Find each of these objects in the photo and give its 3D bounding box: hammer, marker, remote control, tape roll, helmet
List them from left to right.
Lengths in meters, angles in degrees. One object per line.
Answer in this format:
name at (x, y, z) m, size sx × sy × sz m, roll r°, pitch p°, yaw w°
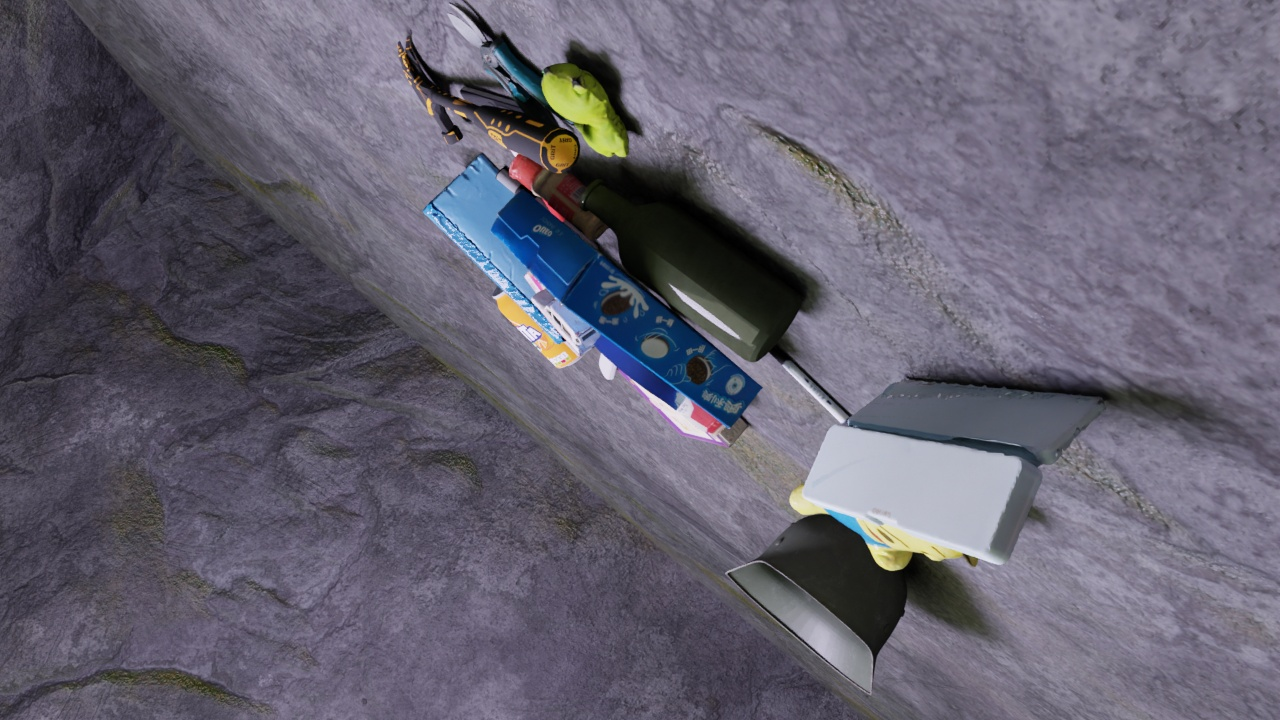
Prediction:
hammer at (-0.147, -0.227, 0.844) m, size 0.321 × 0.036 × 0.123 m, roll 35°, pitch 159°, yaw 50°
remote control at (-0.124, -0.233, 0.881) m, size 0.147 × 0.008 × 0.045 m, roll 29°, pitch 161°, yaw 42°
marker at (-0.110, -0.189, 0.947) m, size 0.013 × 0.012 × 0.142 m, roll 32°, pitch 167°, yaw 32°
marker at (-0.103, -0.164, 1.019) m, size 0.140 × 0.016 × 0.016 m, roll 40°, pitch 166°, yaw 4°
remote control at (-0.038, -0.020, 1.195) m, size 0.131 × 0.012 × 0.033 m, roll 106°, pitch 142°, yaw -57°
tape roll at (-0.005, 0.005, 0.899) m, size 0.091 × 0.016 × 0.093 m, roll 36°, pitch -175°, yaw -33°
marker at (0.174, 0.033, 0.892) m, size 0.152 × 0.011 × 0.011 m, roll 43°, pitch 166°, yaw -7°
helmet at (0.244, 0.282, 1.157) m, size 0.227 × 0.153 × 0.268 m, roll 38°, pitch 170°, yaw 19°

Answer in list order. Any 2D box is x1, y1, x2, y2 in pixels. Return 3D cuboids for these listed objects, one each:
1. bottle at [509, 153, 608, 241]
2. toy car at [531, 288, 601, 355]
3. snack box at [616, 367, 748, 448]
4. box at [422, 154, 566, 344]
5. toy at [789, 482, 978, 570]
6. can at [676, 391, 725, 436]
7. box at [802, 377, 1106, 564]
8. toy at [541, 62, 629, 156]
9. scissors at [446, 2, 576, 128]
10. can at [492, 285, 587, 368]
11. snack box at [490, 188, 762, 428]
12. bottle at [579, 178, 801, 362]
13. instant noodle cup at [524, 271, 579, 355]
bottle at (-0.075, -0.164, 0.893) m, size 0.109 × 0.044 × 0.044 m, roll 40°, pitch 166°, yaw 4°
toy car at (-0.077, -0.051, 0.954) m, size 0.113 × 0.039 × 0.039 m, roll 46°, pitch 168°, yaw 42°
snack box at (0.050, 0.046, 1.193) m, size 0.143 × 0.040 × 0.148 m, roll 46°, pitch 166°, yaw -17°
box at (-0.134, -0.139, 1.097) m, size 0.231 × 0.094 × 0.102 m, roll 46°, pitch 133°, yaw -14°
toy at (0.241, 0.138, 0.884) m, size 0.149 × 0.083 × 0.214 m, roll 33°, pitch 164°, yaw 5°
can at (0.040, 0.013, 1.068) m, size 0.170 × 0.067 × 0.067 m, roll 41°, pitch 166°, yaw 1°
box at (0.205, 0.063, 0.642) m, size 0.049 × 0.136 × 0.197 m, roll 48°, pitch 165°, yaw -20°
toy at (-0.042, -0.197, 0.723) m, size 0.093 × 0.036 × 0.094 m, roll 42°, pitch 173°, yaw -22°
scissors at (-0.105, -0.240, 0.788) m, size 0.128 × 0.019 × 0.153 m, roll 27°, pitch 156°, yaw 35°
can at (-0.132, -0.062, 1.273) m, size 0.142 × 0.079 × 0.079 m, roll 47°, pitch 165°, yaw -20°
snack box at (-0.015, -0.050, 0.873) m, size 0.238 × 0.056 × 0.195 m, roll 37°, pitch -176°, yaw -37°
bottle at (0.035, -0.085, 0.779) m, size 0.207 × 0.071 × 0.071 m, roll 38°, pitch 166°, yaw 14°
instant noodle cup at (-0.070, -0.078, 1.043) m, size 0.108 × 0.097 × 0.098 m, roll 48°, pitch 166°, yaw -6°
